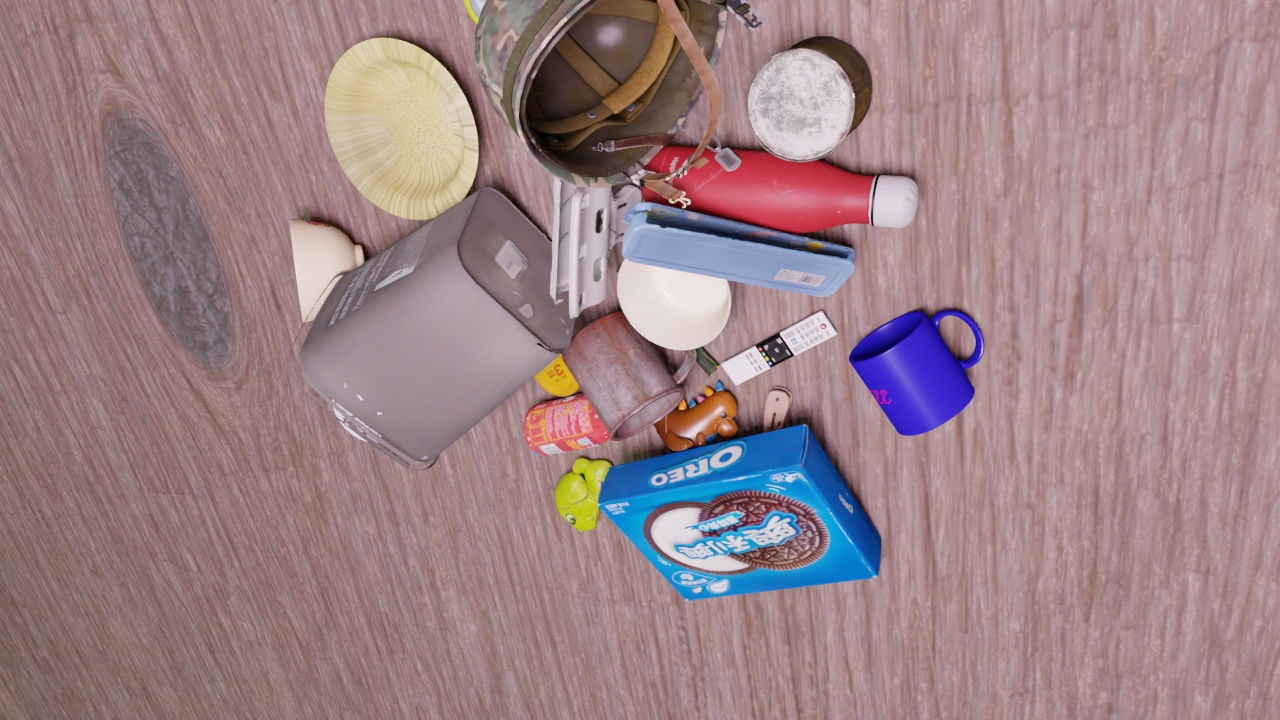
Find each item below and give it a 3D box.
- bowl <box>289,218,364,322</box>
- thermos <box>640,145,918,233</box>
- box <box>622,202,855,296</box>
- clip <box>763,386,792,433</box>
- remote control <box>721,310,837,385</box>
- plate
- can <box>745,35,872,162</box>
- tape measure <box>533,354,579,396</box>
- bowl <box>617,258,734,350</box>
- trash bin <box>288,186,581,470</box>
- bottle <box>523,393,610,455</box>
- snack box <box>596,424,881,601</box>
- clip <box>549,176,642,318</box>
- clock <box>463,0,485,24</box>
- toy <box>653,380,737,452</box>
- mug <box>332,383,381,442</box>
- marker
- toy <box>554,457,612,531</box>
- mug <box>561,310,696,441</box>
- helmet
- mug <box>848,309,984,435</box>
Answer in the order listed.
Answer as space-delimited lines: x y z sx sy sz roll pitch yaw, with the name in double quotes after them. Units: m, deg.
-0.355 -0.106 1.052 0.074 0.118 0.118 -7 121 -19 "bowl"
0.121 -0.148 0.812 0.240 0.073 0.073 8 119 21 "thermos"
0.088 -0.107 0.811 0.209 0.052 0.067 8 154 -14 "box"
0.137 0.058 0.941 0.026 0.049 0.061 19 150 16 "clip"
0.137 -0.012 0.914 0.124 0.011 0.028 -30 101 34 "remote control"
-0.240 -0.241 0.954 0.184 0.036 0.185 11 120 19 "plate"
0.141 -0.218 0.764 0.090 0.074 0.090 11 119 21 "can"
-0.087 0.008 1.019 0.068 0.030 0.059 -35 98 37 "tape measure"
0.042 -0.075 0.894 0.115 0.062 0.115 11 120 19 "bowl"
-0.195 -0.039 0.940 0.221 0.196 0.197 -31 121 28 "trash bin"
-0.060 0.066 1.020 0.138 0.061 0.062 -13 110 29 "bottle"
0.104 0.169 0.963 0.239 0.056 0.195 -16 128 30 "snack box"
-0.054 -0.125 0.865 0.089 0.150 0.126 11 121 6 "clip"
-0.112 -0.325 0.837 0.083 0.056 0.119 -7 120 25 "clock"
0.054 0.050 0.975 0.090 0.070 0.103 -39 73 22 "toy"
-0.329 0.039 1.127 0.115 0.067 0.095 48 125 -5 "mug"
0.028 -0.042 0.947 0.146 0.017 0.017 47 125 -5 "marker"
-0.064 0.159 1.088 0.094 0.036 0.094 -12 104 26 "toy"
-0.006 0.006 0.935 0.123 0.096 0.110 -36 79 6 "mug"
-0.011 -0.240 0.742 0.236 0.224 0.193 53 153 34 "helmet"
0.259 0.002 0.832 0.111 0.079 0.083 -35 99 6 "mug"
